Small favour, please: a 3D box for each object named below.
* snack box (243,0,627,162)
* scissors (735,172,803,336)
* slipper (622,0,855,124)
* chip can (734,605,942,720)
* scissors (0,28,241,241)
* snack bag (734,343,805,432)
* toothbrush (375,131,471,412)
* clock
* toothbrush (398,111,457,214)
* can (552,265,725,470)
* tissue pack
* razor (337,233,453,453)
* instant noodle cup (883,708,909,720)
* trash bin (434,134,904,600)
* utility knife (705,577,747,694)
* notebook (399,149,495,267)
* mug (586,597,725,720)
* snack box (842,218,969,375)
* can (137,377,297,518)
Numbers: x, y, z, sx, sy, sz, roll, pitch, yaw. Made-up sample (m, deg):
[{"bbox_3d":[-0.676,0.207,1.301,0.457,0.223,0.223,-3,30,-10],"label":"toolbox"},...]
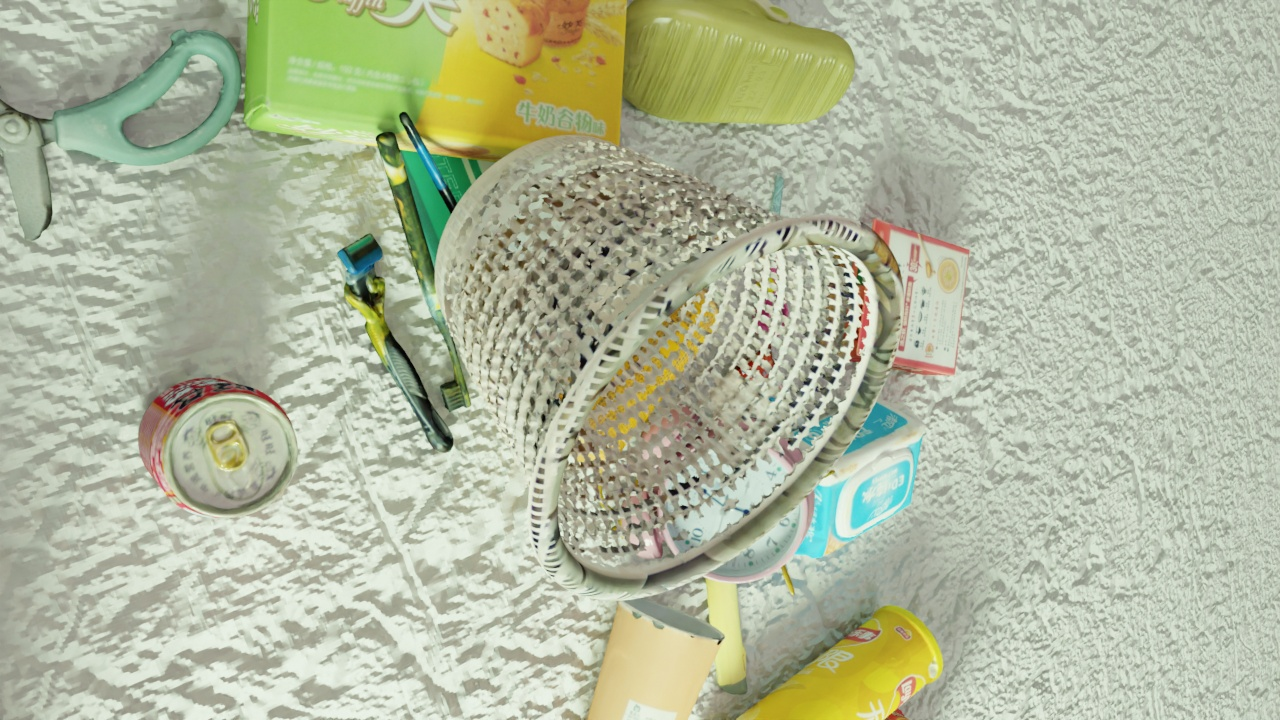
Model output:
[{"bbox_3d":[-0.111,-0.200,0.529,0.209,0.070,0.157,1,94,-32],"label":"snack box"},{"bbox_3d":[0.095,-0.086,0.717,0.135,0.017,0.133,14,80,-31],"label":"scissors"},{"bbox_3d":[0.062,-0.222,0.659,0.190,0.092,0.081,2,51,-24],"label":"slipper"},{"bbox_3d":[0.146,0.278,0.731,0.212,0.072,0.072,-24,105,-29],"label":"chip can"},{"bbox_3d":[-0.302,-0.157,0.455,0.170,0.019,0.179,-38,112,-25],"label":"scissors"},{"bbox_3d":[0.106,0.035,0.722,0.048,0.026,0.104,-35,110,-18],"label":"snack bag"},{"bbox_3d":[-0.126,-0.043,0.534,0.017,0.012,0.186,-22,129,-19],"label":"toothbrush"},{"bbox_3d":[0.046,0.094,0.644,0.158,0.059,0.117,17,96,6],"label":"clock"},{"bbox_3d":[-0.101,-0.068,0.545,0.016,0.014,0.190,-35,139,-11],"label":"toothbrush"},{"bbox_3d":[-0.004,0.004,0.629,0.058,0.058,0.145,49,67,-25],"label":"can"},{"bbox_3d":[0.164,0.093,0.726,0.139,0.063,0.090,-19,124,-32],"label":"tissue pack"},{"bbox_3d":[-0.149,-0.005,0.559,0.042,0.022,0.143,-69,141,-65],"label":"razor"},{"bbox_3d":[0.222,0.365,0.761,0.137,0.109,0.138,-1,92,-33],"label":"instant noodle cup"},{"bbox_3d":[-0.006,-0.018,0.500,0.227,0.192,0.228,-25,138,-25],"label":"trash bin"},{"bbox_3d":[0.063,0.160,0.703,0.030,0.022,0.213,-12,105,-33],"label":"utility knife"},{"bbox_3d":[-0.094,-0.151,0.593,0.150,0.012,0.209,-28,107,-28],"label":"notebook"},{"bbox_3d":[0.002,0.236,0.636,0.078,0.078,0.122,23,84,-32],"label":"mug"},{"bbox_3d":[0.218,-0.050,0.779,0.127,0.044,0.113,10,87,-34],"label":"snack box"},{"bbox_3d":[-0.217,0.043,0.471,0.066,0.094,0.066,-1,93,-33],"label":"can"}]
